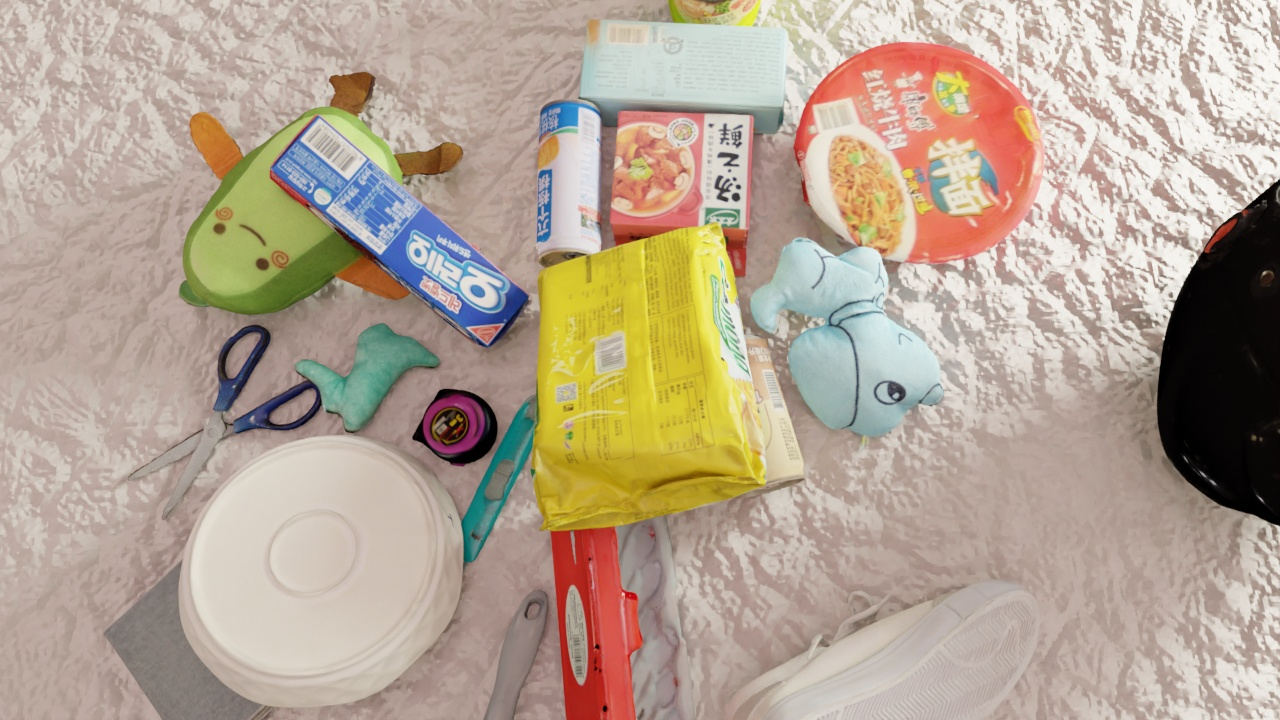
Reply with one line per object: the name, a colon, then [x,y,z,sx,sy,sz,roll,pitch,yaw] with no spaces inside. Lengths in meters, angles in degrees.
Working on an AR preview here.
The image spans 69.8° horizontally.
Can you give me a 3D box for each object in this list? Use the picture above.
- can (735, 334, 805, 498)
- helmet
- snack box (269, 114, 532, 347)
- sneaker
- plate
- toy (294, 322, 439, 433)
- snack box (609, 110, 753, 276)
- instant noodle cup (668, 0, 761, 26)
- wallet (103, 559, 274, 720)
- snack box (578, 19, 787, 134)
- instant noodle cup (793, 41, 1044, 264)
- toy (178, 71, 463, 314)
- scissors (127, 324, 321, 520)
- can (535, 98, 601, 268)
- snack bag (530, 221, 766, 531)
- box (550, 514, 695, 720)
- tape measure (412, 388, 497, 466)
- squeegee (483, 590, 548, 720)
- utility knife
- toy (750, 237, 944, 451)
can: [0.083,0.042,0.702,0.058,0.058,0.116,-14,76,-1]
helmet: [0.478,-0.007,0.611,0.233,0.231,0.274,25,68,0]
snack box: [-0.181,-0.093,0.702,0.207,0.058,0.057,41,78,-20]
sneaker: [0.170,0.219,0.650,0.241,0.091,0.089,-19,105,-21]
plate: [-0.234,0.145,0.671,0.205,0.046,0.204,2,65,-4]
toy: [-0.224,0.011,0.738,0.096,0.030,0.091,30,76,0]
snack box: [0.035,-0.138,0.758,0.113,0.044,0.127,2,76,3]
instant noodle cup: [0.064,-0.332,0.767,0.112,0.123,0.111,-1,75,4]
wallet: [-0.324,0.219,0.687,0.106,0.037,0.129,-43,76,1]
snack box: [0.036,-0.241,0.781,0.175,0.052,0.074,4,77,5]
instant noodle cup: [0.218,-0.158,0.745,0.194,0.066,0.193,0,76,1]
toy: [-0.270,-0.130,0.746,0.227,0.090,0.246,38,76,6]
scissors: [-0.337,0.044,0.745,0.162,0.012,0.163,-8,76,0]
can: [-0.059,-0.144,0.759,0.053,0.053,0.134,-1,75,2]
snack bag: [-0.004,0.004,0.654,0.158,0.068,0.246,-15,47,11]
box: [-0.008,0.190,0.668,0.098,0.095,0.201,2,72,-27]
tape measure: [-0.142,0.053,0.720,0.058,0.039,0.057,23,78,13]
squeegee: [-0.111,0.288,0.658,0.248,0.040,0.249,15,76,7]
utility knife: [-0.115,0.105,0.718,0.029,0.013,0.186,22,78,15]
toy: [0.160,-0.010,0.704,0.161,0.049,0.156,7,101,-4]
